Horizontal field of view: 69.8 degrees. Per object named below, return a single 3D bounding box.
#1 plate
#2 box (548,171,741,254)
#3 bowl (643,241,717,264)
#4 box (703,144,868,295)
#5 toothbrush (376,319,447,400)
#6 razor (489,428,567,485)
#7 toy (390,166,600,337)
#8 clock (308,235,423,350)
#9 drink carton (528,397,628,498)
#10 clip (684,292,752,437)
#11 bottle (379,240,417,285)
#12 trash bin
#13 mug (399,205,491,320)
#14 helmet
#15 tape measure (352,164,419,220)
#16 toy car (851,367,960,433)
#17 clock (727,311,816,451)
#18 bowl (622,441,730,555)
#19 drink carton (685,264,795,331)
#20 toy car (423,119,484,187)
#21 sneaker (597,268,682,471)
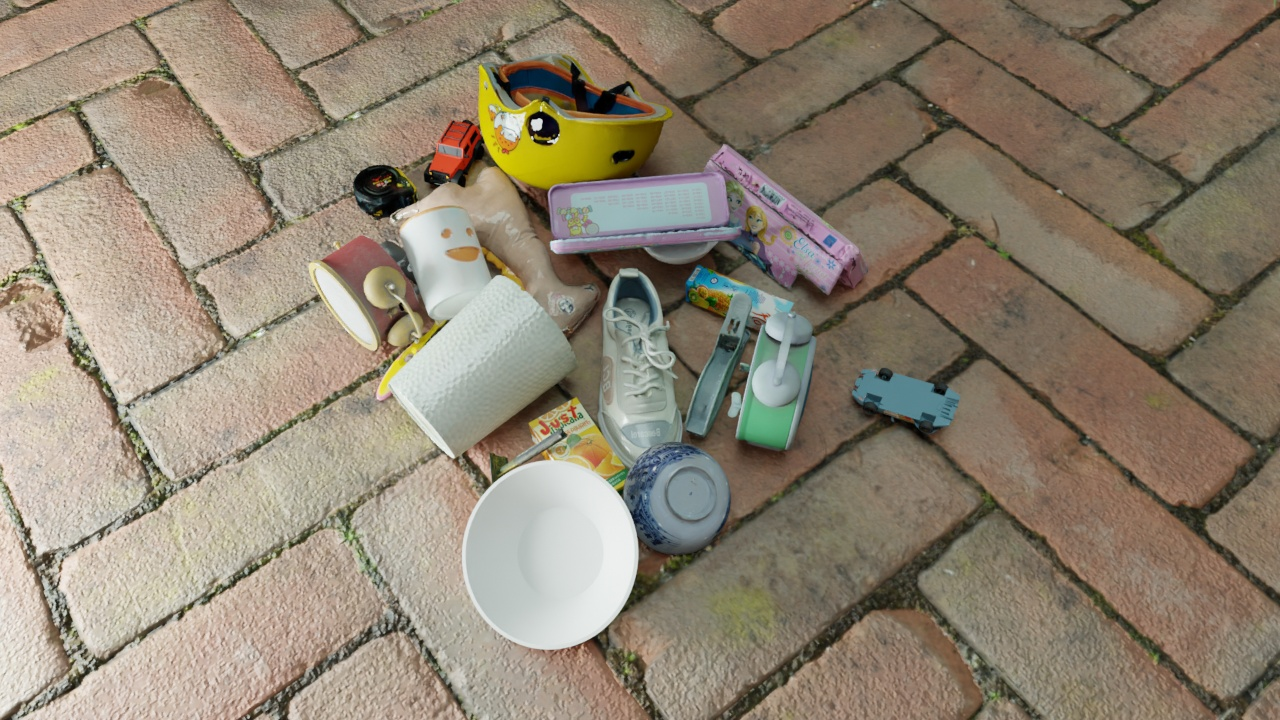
[{"bbox_3d":[-0.083,0.185,0.881,0.174,0.036,0.173,-3,78,13],"label":"plate"},{"bbox_3d":[0.001,-0.158,1.056,0.214,0.062,0.139,-5,39,-4],"label":"box"},{"bbox_3d":[0.045,-0.153,1.115,0.110,0.041,0.109,0,57,1],"label":"bowl"},{"bbox_3d":[0.156,-0.155,1.102,0.091,0.084,0.230,-48,64,6],"label":"box"},{"bbox_3d":[-0.259,-0.009,1.046,0.021,0.016,0.135,25,61,12],"label":"toothbrush"},{"bbox_3d":[-0.114,0.096,0.935,0.106,0.026,0.042,-33,50,31],"label":"razor"},{"bbox_3d":[-0.173,-0.117,1.095,0.196,0.065,0.264,-25,66,-3],"label":"toy"},{"bbox_3d":[-0.291,-0.076,1.028,0.159,0.117,0.081,30,58,36],"label":"clock"},{"bbox_3d":[-0.063,0.100,0.954,0.058,0.041,0.122,-29,60,-16],"label":"drink carton"},{"bbox_3d":[0.087,0.013,1.001,0.027,0.090,0.162,20,74,13],"label":"clip"},{"bbox_3d":[-0.269,-0.110,1.100,0.110,0.036,0.036,24,61,16],"label":"bottle"},{"bbox_3d":[-0.170,0.011,0.968,0.161,0.133,0.133,-42,65,-17],"label":"trash bin"},{"bbox_3d":[-0.217,-0.110,1.036,0.082,0.082,0.105,-19,78,-11],"label":"mug"},{"bbox_3d":[-0.088,-0.276,1.134,0.240,0.140,0.208,28,32,18],"label":"helmet"},{"bbox_3d":[-0.327,-0.215,1.168,0.071,0.042,0.072,-29,65,-15],"label":"tape measure"},{"bbox_3d":[0.284,0.045,0.987,0.108,0.027,0.060,18,59,24],"label":"toy car"},{"bbox_3d":[0.135,0.016,0.930,0.075,0.162,0.121,13,58,9],"label":"clock"},{"bbox_3d":[0.043,0.132,0.901,0.114,0.045,0.114,5,73,-16],"label":"bowl"},{"bbox_3d":[0.114,-0.066,1.056,0.129,0.044,0.038,24,61,18],"label":"drink carton"},{"bbox_3d":[-0.243,-0.269,1.195,0.051,0.049,0.100,15,59,11],"label":"toy car"},{"bbox_3d":[-0.006,0.006,0.985,0.089,0.091,0.241,-5,58,-3],"label":"sneaker"}]
